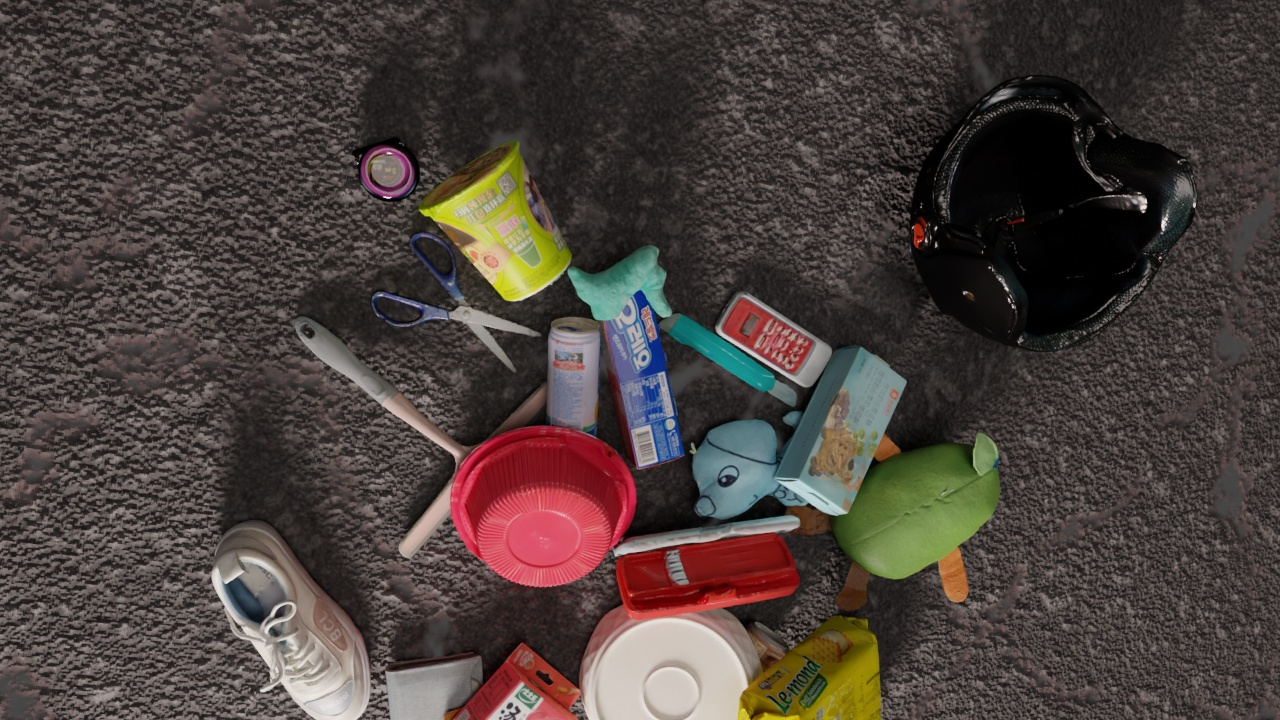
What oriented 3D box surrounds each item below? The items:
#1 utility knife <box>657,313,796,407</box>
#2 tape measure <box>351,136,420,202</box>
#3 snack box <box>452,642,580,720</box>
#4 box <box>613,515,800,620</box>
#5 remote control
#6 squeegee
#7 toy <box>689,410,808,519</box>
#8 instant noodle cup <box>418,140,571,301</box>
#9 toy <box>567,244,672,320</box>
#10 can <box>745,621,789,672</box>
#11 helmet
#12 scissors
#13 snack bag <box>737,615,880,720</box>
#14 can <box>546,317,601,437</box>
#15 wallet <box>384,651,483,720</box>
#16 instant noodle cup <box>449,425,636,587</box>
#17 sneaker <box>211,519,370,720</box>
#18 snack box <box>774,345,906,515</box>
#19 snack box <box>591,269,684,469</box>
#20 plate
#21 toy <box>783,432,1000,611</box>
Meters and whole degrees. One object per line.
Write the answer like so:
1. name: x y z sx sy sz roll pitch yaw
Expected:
1. utility knife: 0.099 0.001 1.002 0.187 0.013 0.029 32 94 -16
2. tape measure: -0.238 -0.179 0.868 0.057 0.039 0.058 -23 101 -9
3. snack box: -0.129 0.391 0.990 0.127 0.044 0.113 -47 120 -11
4. box: 0.075 0.207 0.994 0.201 0.095 0.099 -6 135 -14
5. remote control: 0.147 -0.023 1.007 0.136 0.020 0.056 31 92 -18
6. squeegee: -0.242 0.042 0.913 0.249 0.040 0.247 42 89 -17
7. toy: 0.126 0.114 1.013 0.156 0.050 0.161 32 78 -10
8. instant noodle cup: -0.129 -0.126 0.875 0.111 0.111 0.123 -36 114 -5
9. toy: -0.012 -0.072 0.892 0.092 0.030 0.096 -34 110 -5
10. can: 0.119 0.364 1.059 0.058 0.058 0.116 34 92 -18
11. helmet: 0.388 -0.143 0.934 0.233 0.230 0.275 -27 99 -8
12. scissors: -0.189 -0.051 0.915 0.163 0.012 0.162 -18 101 -7
13. snack bag: 0.195 0.402 1.027 0.245 0.068 0.158 -19 109 -45
14. can: -0.069 0.026 0.934 0.053 0.053 0.135 -2 111 -14
15. wallet: -0.216 0.384 0.991 0.106 0.037 0.130 -4 103 -13
16. instant noodle cup: -0.098 0.162 0.929 0.194 0.065 0.194 -3 122 -5
17. sneaker: -0.342 0.274 0.908 0.089 0.091 0.242 -27 107 -6
18. snack box: 0.220 0.075 1.003 0.074 0.052 0.174 34 73 -18
19. snack box: -0.006 0.006 0.954 0.057 0.058 0.207 -16 105 -11
20. plate: 0.034 0.360 1.010 0.205 0.045 0.205 0 90 3
21. toy: 0.298 0.173 1.038 0.247 0.090 0.227 -30 85 10
